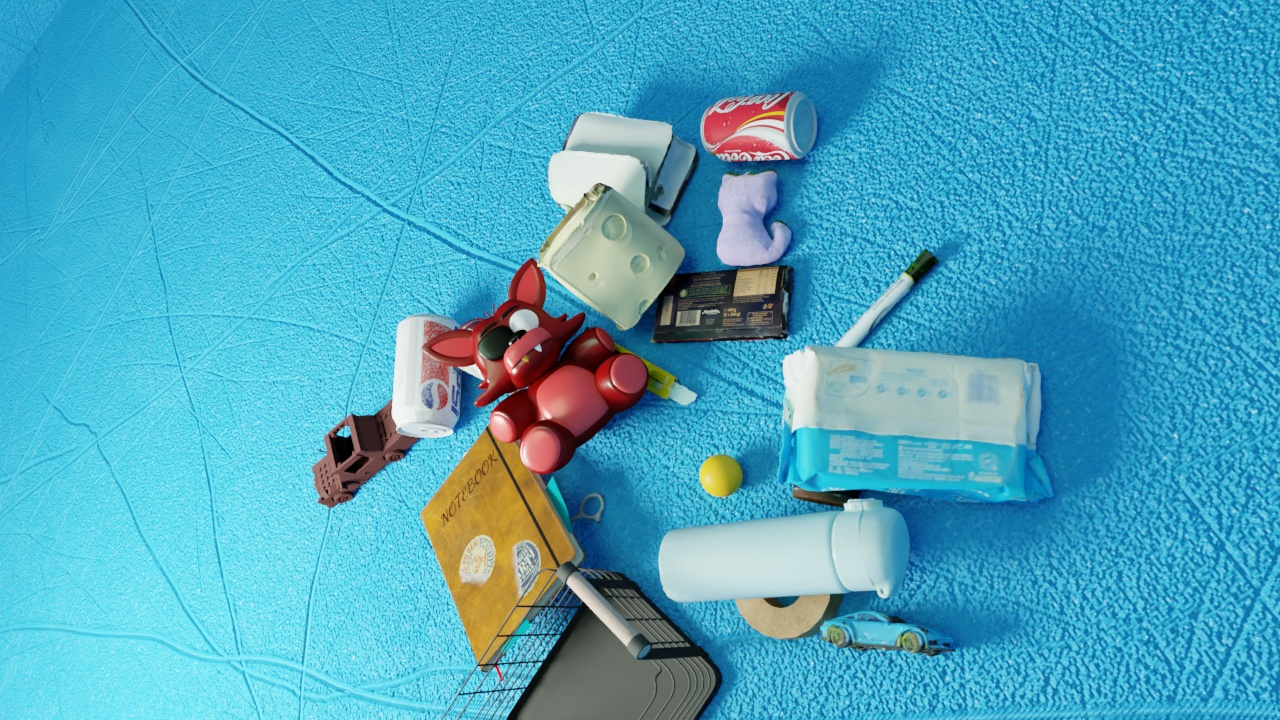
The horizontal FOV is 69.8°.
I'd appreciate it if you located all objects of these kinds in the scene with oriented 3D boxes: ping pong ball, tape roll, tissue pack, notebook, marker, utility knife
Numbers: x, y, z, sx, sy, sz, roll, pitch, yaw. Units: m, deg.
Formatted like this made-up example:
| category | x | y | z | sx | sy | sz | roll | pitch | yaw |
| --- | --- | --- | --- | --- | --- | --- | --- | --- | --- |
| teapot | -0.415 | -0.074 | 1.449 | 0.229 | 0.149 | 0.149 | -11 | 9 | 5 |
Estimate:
| category | x | y | z | sx | sy | sz | roll | pitch | yaw |
| --- | --- | --- | --- | --- | --- | --- | --- | --- | --- |
| ping pong ball | 0.076 | 0.108 | 0.859 | 0.040 | 0.040 | 0.040 | -11 | 69 | 32 |
| tape roll | 0.128 | 0.195 | 0.802 | 0.094 | 0.027 | 0.094 | -12 | 69 | 32 |
| tissue pack | 0.217 | 0.051 | 0.730 | 0.209 | 0.066 | 0.117 | 3 | 77 | 9 |
| notebook | -0.146 | 0.182 | 0.965 | 0.179 | 0.014 | 0.249 | -51 | 42 | 12 |
| marker | 0.211 | -0.041 | 0.825 | 0.147 | 0.017 | 0.017 | -48 | 54 | 14 |
| utility knife | -0.006 | 0.006 | 0.967 | 0.175 | 0.017 | 0.030 | 29 | 102 | 35 |

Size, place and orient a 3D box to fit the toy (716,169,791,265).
| category | x | y | z | sx | sy | sz | roll | pitch | yaw |
| --- | --- | --- | --- | --- | --- | --- | --- | --- | --- |
| toy | 0.113 | -0.142 | 0.915 | 0.080 | 0.036 | 0.099 | 2 | 81 | 25 |

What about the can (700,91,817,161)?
| category | x | y | z | sx | sy | sz | roll | pitch | yaw |
| --- | --- | --- | --- | --- | --- | --- | --- | --- | --- |
| can | 0.118 | -0.233 | 0.920 | 0.105 | 0.064 | 0.064 | 7 | 80 | 36 |

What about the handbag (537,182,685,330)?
| category | x | y | z | sx | sy | sz | roll | pitch | yaw |
| --- | --- | --- | --- | --- | --- | --- | --- | --- | --- |
| handbag | -0.032 | -0.109 | 0.942 | 0.111 | 0.119 | 0.081 | -49 | 19 | 13 |

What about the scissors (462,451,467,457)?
| category | x | y | z | sx | sy | sz | roll | pitch | yaw |
| --- | --- | --- | --- | --- | --- | --- | --- | --- | --- |
| scissors | -0.171 | 0.147 | 1.039 | 0.074 | 0.012 | 0.131 | -38 | 56 | 22 |

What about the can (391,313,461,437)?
| category | x | y | z | sx | sy | sz | roll | pitch | yaw |
| --- | --- | --- | --- | --- | --- | --- | --- | --- | --- |
| can | -0.254 | 0.018 | 1.096 | 0.078 | 0.078 | 0.136 | -13 | 69 | 32 |

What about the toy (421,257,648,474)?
| category | x | y | z | sx | sy | sz | roll | pitch | yaw |
| --- | --- | --- | --- | --- | --- | --- | --- | --- | --- |
| toy | -0.105 | 0.006 | 0.940 | 0.158 | 0.120 | 0.197 | -42 | 79 | -8 |

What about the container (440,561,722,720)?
| category | x | y | z | sx | sy | sz | roll | pitch | yaw |
| --- | --- | --- | --- | --- | --- | --- | --- | --- | --- |
| container | -0.062 | 0.315 | 0.830 | 0.163 | 0.130 | 0.241 | 38 | 98 | 34 |

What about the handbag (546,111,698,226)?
| category | x | y | z | sx | sy | sz | roll | pitch | yaw |
| --- | --- | --- | --- | --- | --- | --- | --- | --- | --- |
| handbag | -0.037 | -0.181 | 1.008 | 0.151 | 0.074 | 0.176 | 21 | 89 | 38 |

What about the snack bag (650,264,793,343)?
| category | x | y | z | sx | sy | sz | roll | pitch | yaw |
| --- | --- | --- | --- | --- | --- | --- | --- | --- | --- |
| snack bag | 0.080 | -0.055 | 0.920 | 0.155 | 0.018 | 0.074 | 0 | 76 | 35 |

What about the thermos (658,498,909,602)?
| category | x | y | z | sx | sy | sz | roll | pitch | yaw |
| --- | --- | --- | --- | --- | --- | --- | --- | --- | --- |
| thermos | 0.117 | 0.162 | 0.760 | 0.207 | 0.065 | 0.078 | -13 | 75 | 32 |

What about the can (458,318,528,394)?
| category | x | y | z | sx | sy | sz | roll | pitch | yaw |
| --- | --- | --- | --- | --- | --- | --- | --- | --- | --- |
| can | -0.161 | -0.004 | 1.047 | 0.114 | 0.063 | 0.063 | 23 | 89 | 38 |

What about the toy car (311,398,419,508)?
| category | x | y | z | sx | sy | sz | roll | pitch | yaw |
| --- | --- | --- | --- | --- | --- | --- | --- | --- | --- |
| toy car | -0.356 | 0.116 | 1.148 | 0.170 | 0.061 | 0.070 | -37 | 58 | 21 |

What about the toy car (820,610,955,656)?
| category | x | y | z | sx | sy | sz | roll | pitch | yaw |
| --- | --- | --- | --- | --- | --- | --- | --- | --- | --- |
| toy car | 0.197 | 0.218 | 0.735 | 0.106 | 0.048 | 0.032 | -6 | 69 | 35 |

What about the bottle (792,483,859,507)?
| category | x | y | z | sx | sy | sz | roll | pitch | yaw |
| --- | --- | --- | --- | --- | --- | --- | --- | --- | --- |
| bottle | 0.166 | 0.071 | 0.796 | 0.056 | 0.056 | 0.105 | 2 | 76 | 36 |

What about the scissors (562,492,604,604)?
| category | x | y | z | sx | sy | sz | roll | pitch | yaw |
| --- | --- | --- | --- | --- | --- | --- | --- | --- | --- |
| scissors | -0.093 | 0.190 | 0.966 | 0.142 | 0.014 | 0.171 | -26 | 65 | 21 |
